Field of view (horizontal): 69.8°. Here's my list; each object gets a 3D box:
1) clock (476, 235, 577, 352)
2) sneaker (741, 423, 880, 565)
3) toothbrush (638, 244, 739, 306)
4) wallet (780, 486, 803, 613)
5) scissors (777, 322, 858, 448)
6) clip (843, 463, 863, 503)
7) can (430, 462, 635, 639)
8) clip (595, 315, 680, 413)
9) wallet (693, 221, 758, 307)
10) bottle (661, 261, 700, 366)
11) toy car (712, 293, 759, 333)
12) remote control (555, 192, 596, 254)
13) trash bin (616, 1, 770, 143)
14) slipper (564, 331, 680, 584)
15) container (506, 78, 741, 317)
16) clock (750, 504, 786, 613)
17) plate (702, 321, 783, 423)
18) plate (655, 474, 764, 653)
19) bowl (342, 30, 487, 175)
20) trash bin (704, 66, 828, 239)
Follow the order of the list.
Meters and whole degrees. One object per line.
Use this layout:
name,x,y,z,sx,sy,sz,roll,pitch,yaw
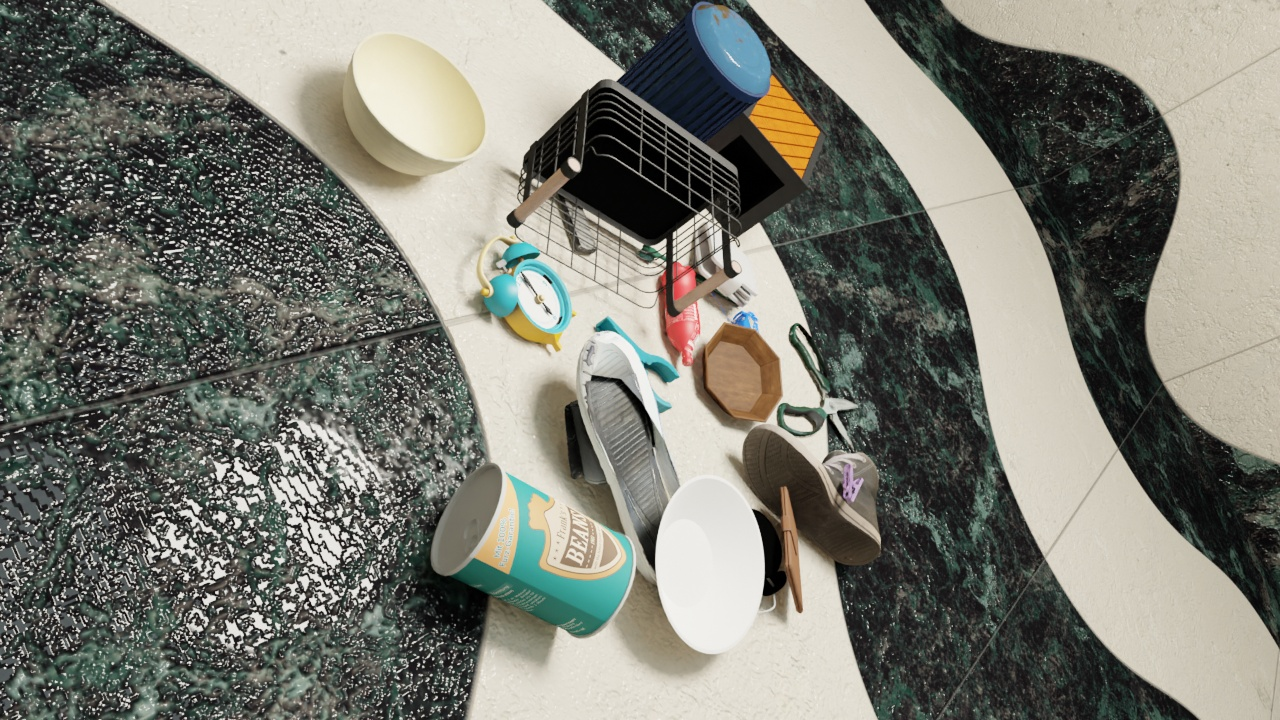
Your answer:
clock,-0.119,-0.072,0.962,0.129,0.044,0.098,46,39,-26
sneaker,0.217,0.139,1.140,0.234,0.095,0.119,40,39,-18
toothbrush,0.069,-0.108,1.208,0.189,0.017,0.016,24,32,-37
wallet,0.174,0.217,1.059,0.120,0.013,0.087,-83,160,-52
scissors,0.238,0.034,1.294,0.201,0.015,0.205,2,62,-46
clip,0.251,0.150,1.090,0.029,0.013,0.050,46,40,-20
can,-0.090,0.164,0.787,0.144,0.099,0.099,34,44,-27
clip,-0.008,0.021,1.033,0.130,0.030,0.120,25,53,-34
wallet,0.125,-0.122,1.244,0.115,0.038,0.118,37,27,-24
bottle,0.052,-0.056,1.132,0.042,0.042,0.141,21,51,-37
toy car,0.126,-0.043,1.212,0.061,0.033,0.091,15,51,-32
remote control,-0.084,-0.188,1.098,0.033,0.013,0.136,-2,66,-47
trash bin,0.031,-0.306,1.109,0.139,0.250,0.139,26,48,-34
slipper,-0.018,0.102,0.940,0.111,0.063,0.264,-29,100,-48
container,-0.013,-0.170,1.017,0.241,0.163,0.130,27,48,-31
clock,0.119,0.220,1.019,0.091,0.043,0.120,8,60,-44
plate,0.124,0.017,1.155,0.131,0.025,0.131,13,67,-32
plate,0.059,0.204,0.927,0.173,0.036,0.173,14,71,-46
bowl,-0.237,-0.245,0.924,0.150,0.076,0.150,27,47,-33
trash bin,0.162,-0.304,1.336,0.139,0.140,0.171,45,40,-16
